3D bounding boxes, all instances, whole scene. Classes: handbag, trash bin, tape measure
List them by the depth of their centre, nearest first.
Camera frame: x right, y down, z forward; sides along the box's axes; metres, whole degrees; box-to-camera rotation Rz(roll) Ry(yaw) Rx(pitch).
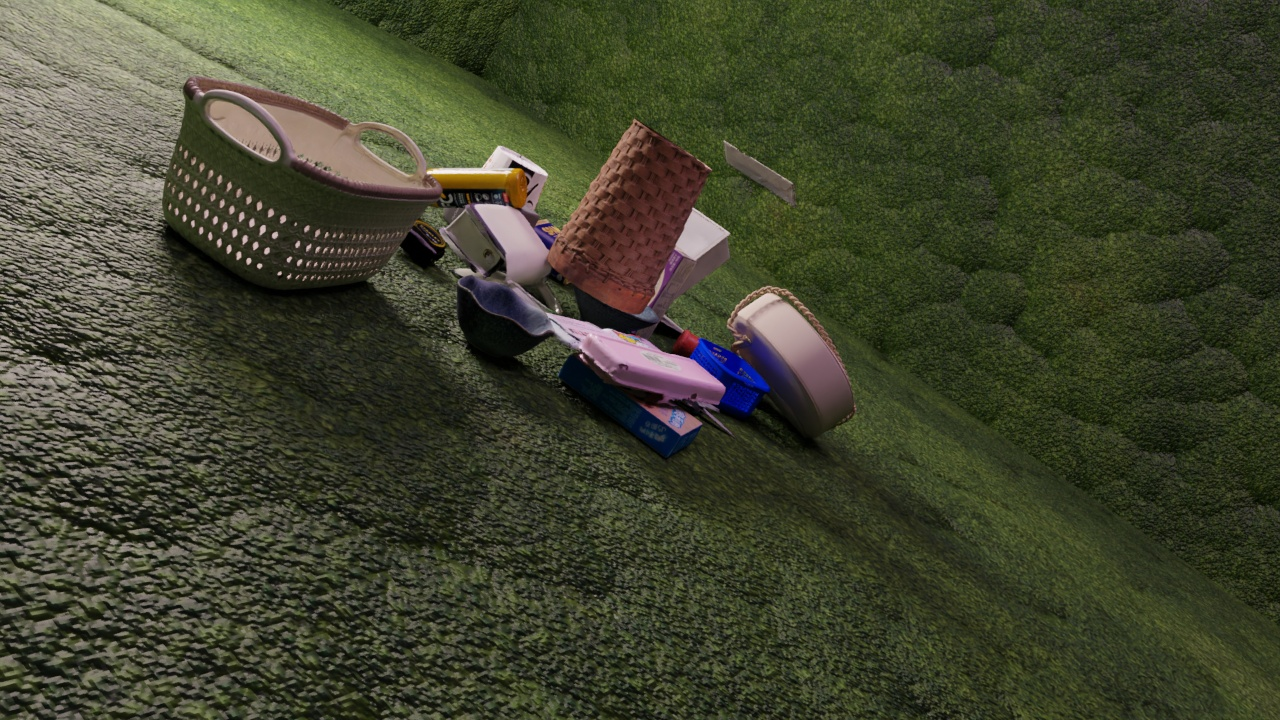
[{"bbox_3d":[-0.264,-0.141,1.095,0.061,0.034,0.061,43,18,-4],"label":"tape measure"},{"bbox_3d":[-0.166,-0.113,1.177,0.176,0.074,0.151,53,18,4],"label":"handbag"},{"bbox_3d":[-0.007,-0.186,1.190,0.151,0.210,0.151,30,15,-9],"label":"trash bin"},{"bbox_3d":[0.213,0.012,1.333,0.210,0.103,0.209,52,-8,26],"label":"handbag"}]

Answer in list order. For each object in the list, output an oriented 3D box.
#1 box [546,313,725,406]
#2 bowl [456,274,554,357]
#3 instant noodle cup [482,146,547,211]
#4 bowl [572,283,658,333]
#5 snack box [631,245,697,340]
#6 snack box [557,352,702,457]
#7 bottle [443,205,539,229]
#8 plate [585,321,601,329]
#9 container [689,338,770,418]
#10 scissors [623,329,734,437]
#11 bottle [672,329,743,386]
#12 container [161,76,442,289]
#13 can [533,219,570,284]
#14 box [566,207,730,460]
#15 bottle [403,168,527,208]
[{"bbox_3d":[-0.006,-0.006,1.032,0.201,0.038,0.152,14,23,-51],"label":"box"},{"bbox_3d":[-0.148,-0.038,0.953,0.110,0.055,0.110,30,14,-8],"label":"bowl"},{"bbox_3d":[-0.209,-0.253,1.406,0.123,0.122,0.123,30,15,-9],"label":"instant noodle cup"},{"bbox_3d":[-0.047,-0.067,1.254,0.137,0.057,0.137,29,14,-8],"label":"bowl"},{"bbox_3d":[-0.010,-0.126,1.354,0.148,0.143,0.040,41,17,32],"label":"snack box"},{"bbox_3d":[-0.010,0.044,1.010,0.151,0.034,0.087,36,15,14],"label":"snack box"},{"bbox_3d":[-0.233,-0.217,1.320,0.174,0.084,0.046,38,16,26],"label":"bottle"},{"bbox_3d":[-0.036,-0.004,1.116,0.104,0.026,0.104,38,11,-9],"label":"plate"},{"bbox_3d":[0.116,0.027,1.279,0.096,0.058,0.114,24,17,-30],"label":"container"},{"bbox_3d":[0.038,0.024,1.161,0.202,0.015,0.201,47,10,29],"label":"scissors"},{"bbox_3d":[0.103,-0.003,1.387,0.109,0.044,0.044,31,14,-5],"label":"bottle"},{"bbox_3d":[-0.309,-0.159,0.845,0.184,0.143,0.245,34,14,8],"label":"container"},{"bbox_3d":[-0.132,-0.168,1.418,0.092,0.057,0.116,34,14,1],"label":"can"},{"bbox_3d":[0.008,-0.057,1.544,0.173,0.423,0.167,-21,48,-35],"label":"box"},{"bbox_3d":[-0.251,-0.235,1.249,0.186,0.053,0.053,2,13,6],"label":"bottle"}]
